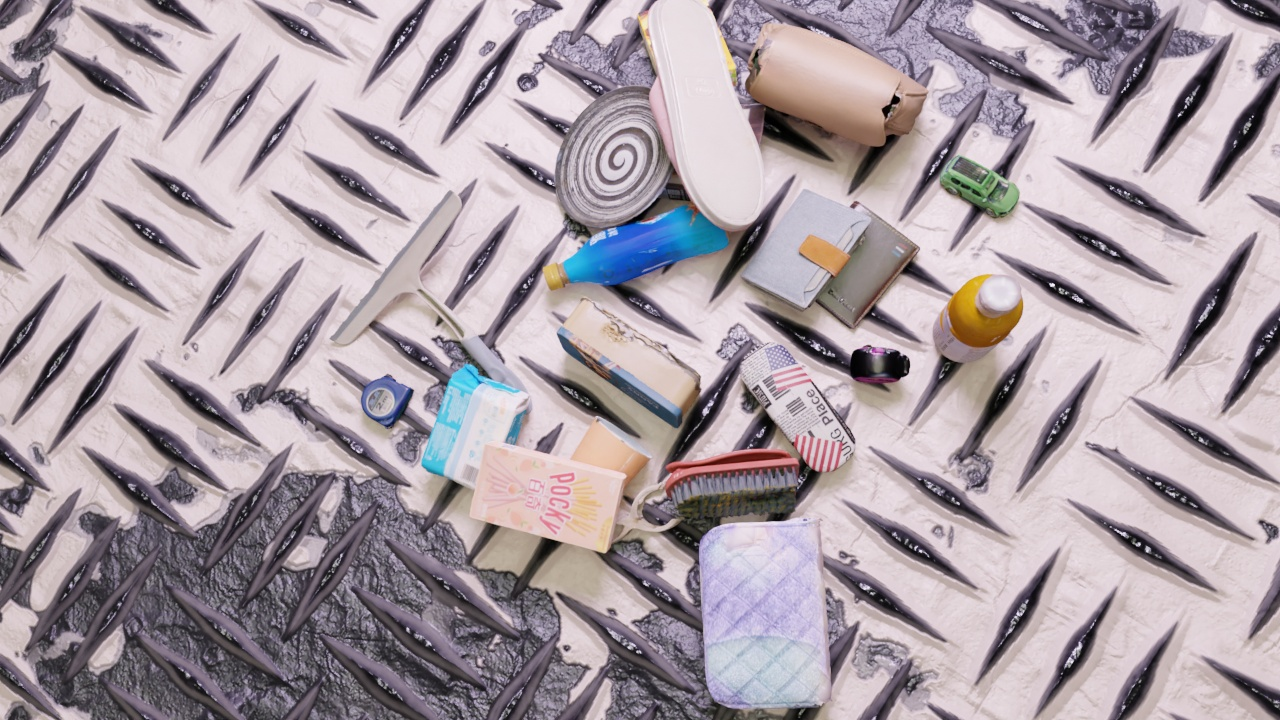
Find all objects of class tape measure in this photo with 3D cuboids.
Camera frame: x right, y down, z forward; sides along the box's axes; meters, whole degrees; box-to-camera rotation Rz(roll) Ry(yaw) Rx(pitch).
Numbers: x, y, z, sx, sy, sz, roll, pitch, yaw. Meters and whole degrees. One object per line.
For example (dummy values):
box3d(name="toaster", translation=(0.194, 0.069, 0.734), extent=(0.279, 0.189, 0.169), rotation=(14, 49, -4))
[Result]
box3d(name="tape measure", translation=(-0.306, 0.048, 1.101), extent=(0.054, 0.025, 0.058), rotation=(28, 81, 13))
box3d(name="tape measure", translation=(0.262, 0.003, 1.016), extent=(0.058, 0.057, 0.039), rotation=(4, 84, -8))

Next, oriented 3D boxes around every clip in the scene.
box3d(name="clip", translation=(-0.004, 0.167, 1.037), extent=(0.103, 0.035, 0.092), rotation=(-6, 83, 14))

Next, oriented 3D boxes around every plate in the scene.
box3d(name="plate", translation=(-0.026, -0.239, 1.089), extent=(0.180, 0.024, 0.179), rotation=(-9, 73, 31))

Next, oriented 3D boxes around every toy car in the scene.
box3d(name="toy car", translation=(0.388, -0.200, 1.046), extent=(0.091, 0.036, 0.043), rotation=(33, 84, 8))

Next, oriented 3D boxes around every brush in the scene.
box3d(name="brush", translation=(0.099, 0.133, 1.010), extent=(0.146, 0.063, 0.069), rotation=(-5, 44, -1))

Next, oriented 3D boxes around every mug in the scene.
box3d(name="mug", translation=(-0.055, 0.133, 1.030), extent=(0.078, 0.078, 0.123), rotation=(38, 91, 12))

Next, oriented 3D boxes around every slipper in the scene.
box3d(name="slipper", translation=(0.066, -0.272, 1.017), extent=(0.114, 0.055, 0.274), rotation=(-14, 86, -29))

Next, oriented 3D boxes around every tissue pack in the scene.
box3d(name="tissue pack", translation=(-0.188, 0.083, 1.050), extent=(0.090, 0.063, 0.140), rotation=(23, 102, 10))

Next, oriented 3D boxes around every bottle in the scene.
box3d(name="bottle", translation=(-0.007, -0.130, 1.070), extent=(0.219, 0.065, 0.065), rotation=(-18, 78, 4))
box3d(name="bottle", translation=(0.349, -0.045, 0.945), extent=(0.068, 0.189, 0.068), rotation=(-2, 79, 8))

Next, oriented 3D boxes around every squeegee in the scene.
box3d(name="squeegee", translation=(-0.210, -0.029, 1.095), extent=(0.246, 0.039, 0.247), rotation=(45, 107, 6))

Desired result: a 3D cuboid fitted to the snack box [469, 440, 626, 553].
box3d(name="snack box", translation=(-0.100, 0.146, 0.988), extent=(0.157, 0.026, 0.084), rotation=(13, 93, 9))

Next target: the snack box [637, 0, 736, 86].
box3d(name="snack box", translation=(0.055, -0.373, 1.098), extent=(0.087, 0.034, 0.140), rotation=(-16, 61, 1))

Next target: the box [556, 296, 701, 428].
box3d(name="box", translation=(-0.006, 0.006, 1.036), extent=(0.184, 0.090, 0.059), rotation=(36, 80, 13))

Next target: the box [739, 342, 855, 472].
box3d(name="box", translation=(0.176, 0.053, 1.031), extent=(0.070, 0.057, 0.164), rotation=(-31, 78, -16))

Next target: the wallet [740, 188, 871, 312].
box3d(name="wallet", translation=(0.188, -0.126, 1.042), extent=(0.106, 0.037, 0.129), rotation=(33, 85, 39))

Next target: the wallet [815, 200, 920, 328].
box3d(name="wallet", translation=(0.246, -0.111, 1.058), extent=(0.096, 0.020, 0.122), rotation=(40, 90, 12))

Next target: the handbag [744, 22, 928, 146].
box3d(name="handbag", translation=(0.214, -0.307, 1.035), extent=(0.204, 0.147, 0.100), rotation=(27, 114, 13))

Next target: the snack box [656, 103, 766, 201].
box3d(name="snack box", translation=(0.079, -0.247, 1.085), extent=(0.126, 0.053, 0.113), rotation=(8, 81, 9))

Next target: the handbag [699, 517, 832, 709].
box3d(name="handbag", translation=(0.132, 0.267, 0.980), extent=(0.134, 0.075, 0.193), rotation=(-2, 81, 3))
